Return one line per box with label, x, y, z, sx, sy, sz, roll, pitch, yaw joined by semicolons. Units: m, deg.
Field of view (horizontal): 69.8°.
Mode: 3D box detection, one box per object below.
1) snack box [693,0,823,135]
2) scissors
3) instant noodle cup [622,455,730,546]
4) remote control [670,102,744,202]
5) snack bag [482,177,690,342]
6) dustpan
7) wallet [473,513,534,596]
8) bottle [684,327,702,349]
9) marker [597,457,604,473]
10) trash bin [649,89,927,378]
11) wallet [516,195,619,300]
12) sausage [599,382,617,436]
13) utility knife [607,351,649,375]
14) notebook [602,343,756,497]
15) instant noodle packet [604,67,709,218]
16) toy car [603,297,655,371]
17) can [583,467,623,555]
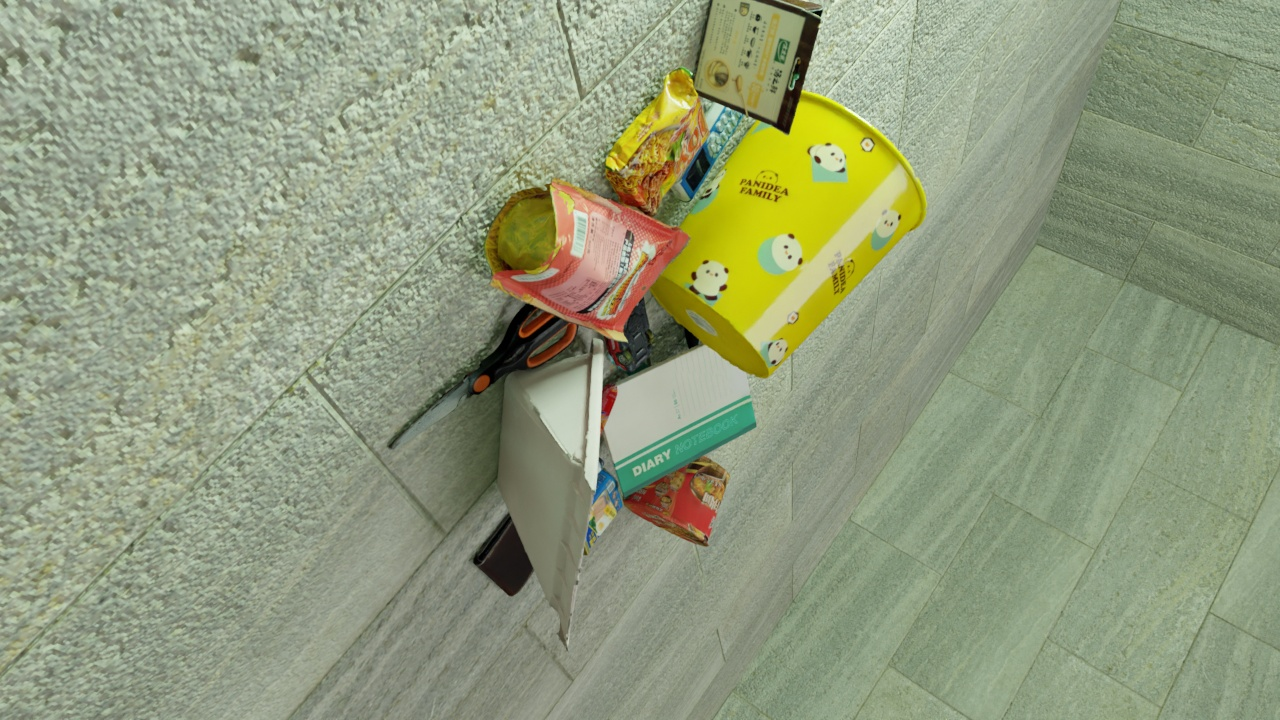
snack box;0.118;-0.297;0.894;0.053;0.126;0.113;-31;143;-46
scissors;-0.146;0.000;0.848;0.234;0.022;0.125;-27;140;-39
instant noodle cup;0.057;0.188;1.324;0.108;0.138;0.138;-63;157;-14
remote control;0.071;-0.234;0.996;0.125;0.024;0.049;-59;155;-4
snack bag;-0.043;-0.090;0.840;0.207;0.073;0.129;15;110;-56
dustpan;-0.053;0.105;0.931;0.138;0.273;0.223;-11;134;-27
wallet;-0.148;0.225;1.100;0.096;0.020;0.122;-56;154;-21
bottle;0.102;-0.026;1.234;0.080;0.044;0.195;-16;147;-2
marker;-0.092;0.163;1.100;0.130;0.018;0.023;-42;171;-28
trash bin;0.154;-0.133;1.046;0.255;0.229;0.229;-50;154;-7
wallet;-0.071;-0.108;0.879;0.101;0.020;0.115;-1;121;-63
sausage;-0.054;0.079;1.084;0.020;0.020;0.156;-33;156;-44
utility knife;-0.007;0.007;1.129;0.029;0.013;0.171;-58;155;-4
notebook;0.048;0.064;1.145;0.208;0.012;0.150;-25;118;-20
instant noodle packet;0.020;-0.210;0.907;0.128;0.044;0.111;-56;159;-9
toy car;-0.019;-0.043;1.014;0.052;0.045;0.121;-43;143;-32
can;-0.069;0.185;1.160;0.083;0.057;0.102;-51;154;-25
